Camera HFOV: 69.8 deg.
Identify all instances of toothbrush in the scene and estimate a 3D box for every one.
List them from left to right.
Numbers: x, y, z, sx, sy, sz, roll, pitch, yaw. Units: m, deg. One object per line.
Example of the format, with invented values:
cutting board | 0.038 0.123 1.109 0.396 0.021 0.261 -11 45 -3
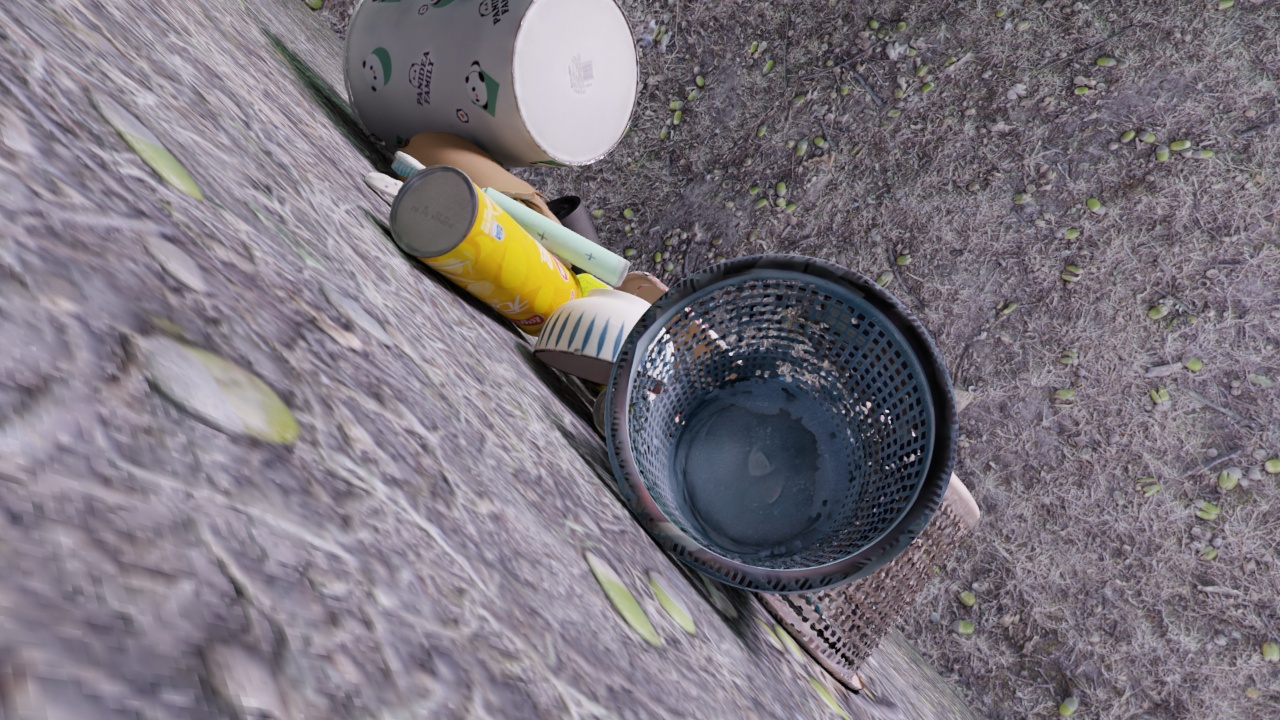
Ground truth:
toothbrush | -0.153 -0.120 0.801 0.187 0.017 0.016 21 58 -33
toothbrush | -0.111 -0.125 0.802 0.224 0.027 0.026 27 23 -12

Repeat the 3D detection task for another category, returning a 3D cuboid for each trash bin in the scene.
trash bin | -0.154 -0.311 0.996 0.252 0.229 0.229 16 -19 39
trash bin | 0.094 0.064 0.678 0.226 0.226 0.195 47 -10 16
trash bin | 0.189 0.151 0.844 0.227 0.192 0.227 46 3 -3

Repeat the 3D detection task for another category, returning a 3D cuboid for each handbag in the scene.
handbag | -0.152 -0.150 0.916 0.204 0.100 0.147 40 -1 38

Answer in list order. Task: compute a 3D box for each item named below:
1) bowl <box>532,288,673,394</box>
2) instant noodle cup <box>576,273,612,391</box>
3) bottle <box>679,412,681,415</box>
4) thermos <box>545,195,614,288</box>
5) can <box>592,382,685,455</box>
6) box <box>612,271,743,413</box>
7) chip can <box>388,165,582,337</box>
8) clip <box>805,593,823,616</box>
bowl | -0.025 -0.020 0.763 0.116 0.066 0.116 15 -11 3
instant noodle cup | -0.036 -0.026 0.960 0.123 0.111 0.111 39 -1 21
bottle | 0.085 0.105 0.957 0.175 0.057 0.057 60 -2 -20
thermos | -0.041 -0.075 1.059 0.243 0.090 0.068 63 0 -32
can | 0.004 0.057 0.784 0.053 0.053 0.132 48 2 23
box | 0.022 -0.002 0.846 0.162 0.076 0.087 45 34 -1
chip can | -0.114 -0.080 0.732 0.072 0.072 0.213 48 3 22
clip | 0.180 0.260 1.008 0.056 0.014 0.039 46 2 36
